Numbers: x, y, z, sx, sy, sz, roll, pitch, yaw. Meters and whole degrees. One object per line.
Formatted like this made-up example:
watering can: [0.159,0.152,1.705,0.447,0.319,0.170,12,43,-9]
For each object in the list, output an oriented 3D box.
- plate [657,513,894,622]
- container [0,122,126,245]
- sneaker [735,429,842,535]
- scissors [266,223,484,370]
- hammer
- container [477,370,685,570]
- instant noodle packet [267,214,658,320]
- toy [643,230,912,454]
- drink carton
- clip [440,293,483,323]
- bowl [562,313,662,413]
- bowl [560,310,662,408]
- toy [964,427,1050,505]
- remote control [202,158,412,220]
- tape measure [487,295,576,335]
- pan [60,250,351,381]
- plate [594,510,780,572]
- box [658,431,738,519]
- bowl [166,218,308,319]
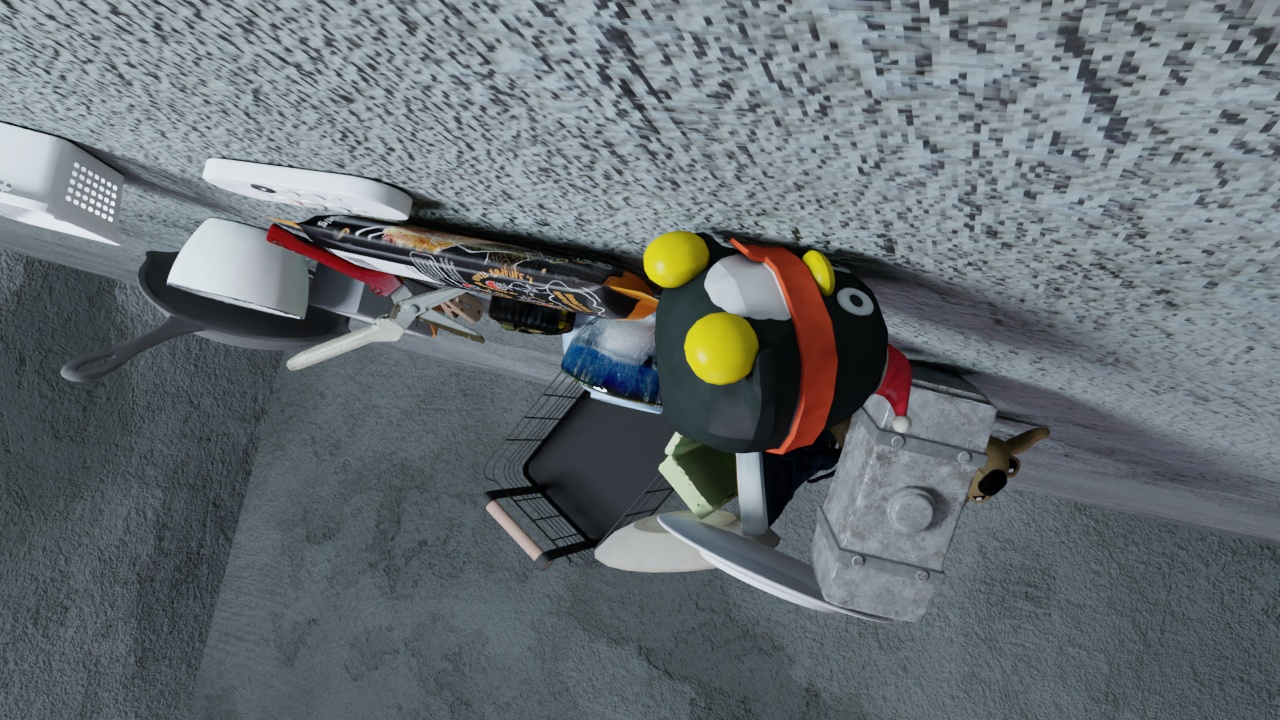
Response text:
plate: [0.108,0.176,0.765,0.208,0.015,0.208,22,178,0]
container: [-0.401,-0.119,0.613,0.080,0.049,0.129,14,175,-9]
sneaker: [0.173,0.100,0.948,0.127,0.121,0.293,0,-164,21]
scissors: [-0.235,-0.040,0.780,0.198,0.180,0.015,30,-150,-24]
hammer: [0.187,0.065,0.780,0.079,0.177,0.326,14,-166,-3]
container: [-0.047,0.105,1.036,0.163,0.241,0.130,43,-170,17]
instant noodle packet: [-0.089,-0.056,0.572,0.221,0.032,0.159,12,-179,12]
toy: [0.065,-0.007,0.424,0.119,0.100,0.097,-9,-134,-14]
drink carton: [-0.256,-0.061,0.903,0.076,0.048,0.124,11,175,24]
clip: [-0.187,-0.058,0.915,0.041,0.024,0.060,8,163,32]
bowl: [-0.005,0.005,0.829,0.150,0.074,0.150,14,175,1]
bowl: [0.004,-0.010,0.660,0.114,0.061,0.114,12,-168,-3]
toy: [0.309,0.086,0.876,0.108,0.134,0.105,40,-165,-7]
remote control: [-0.189,-0.097,0.517,0.137,0.013,0.043,11,175,22]
tape measure: [-0.094,-0.040,0.767,0.067,0.038,0.062,9,174,44]
pan: [-0.396,-0.036,0.842,0.216,0.024,0.353,22,-160,1]
plate: [0.047,0.177,0.935,0.189,0.027,0.188,-5,-178,0]
box: [0.071,0.087,0.930,0.064,0.130,0.187,1,-176,20]
bowl: [-0.348,-0.082,0.810,0.116,0.065,0.116,13,176,1]
